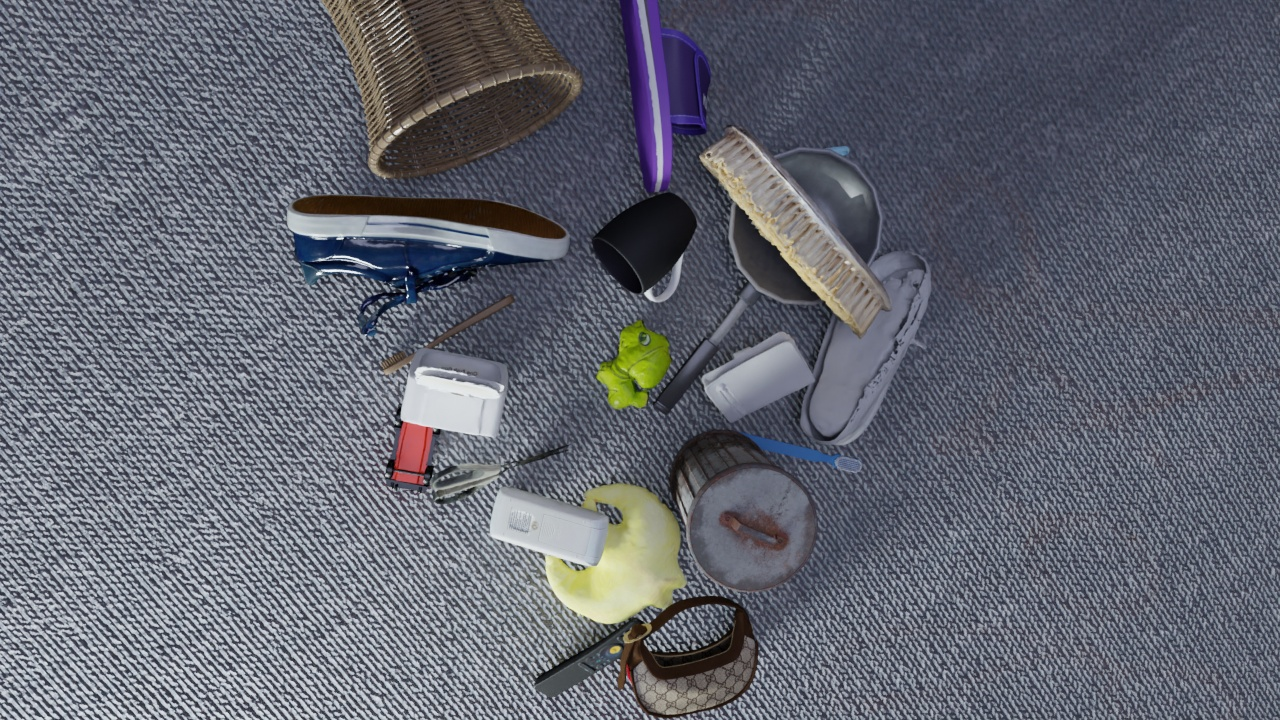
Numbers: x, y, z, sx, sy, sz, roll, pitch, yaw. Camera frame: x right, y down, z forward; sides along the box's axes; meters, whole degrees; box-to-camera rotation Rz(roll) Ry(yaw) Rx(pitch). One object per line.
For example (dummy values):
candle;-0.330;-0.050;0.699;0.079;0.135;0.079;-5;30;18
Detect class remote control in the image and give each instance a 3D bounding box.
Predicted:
remote control;-0.104;0.187;1.035;0.138;0.025;0.060;13;93;16
remote control;-0.056;0.344;1.063;0.152;0.020;0.041;-34;130;11

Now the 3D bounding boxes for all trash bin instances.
trash bin;0.103;0.155;0.986;0.131;0.211;0.131;-1;97;-5

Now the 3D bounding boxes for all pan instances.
pan;0.131;-0.083;1.060;0.178;0.041;0.357;37;95;-10

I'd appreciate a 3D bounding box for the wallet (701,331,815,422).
wallet;0.133;0.019;1.053;0.116;0.032;0.086;-27;129;9

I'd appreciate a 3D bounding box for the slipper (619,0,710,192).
slipper;0.035;-0.322;0.995;0.084;0.107;0.266;-8;92;-7

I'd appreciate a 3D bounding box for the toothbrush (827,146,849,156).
toothbrush;0.168;-0.229;1.062;0.155;0.016;0.022;-12;129;-6

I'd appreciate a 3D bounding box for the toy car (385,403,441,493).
toy car;-0.251;0.096;1.019;0.051;0.049;0.100;11;93;-8

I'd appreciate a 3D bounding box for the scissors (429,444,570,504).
scissors;-0.158;0.119;1.026;0.170;0.131;0.012;-29;63;9

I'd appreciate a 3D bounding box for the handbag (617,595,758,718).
handbag;0.053;0.336;1.060;0.166;0.063;0.138;-6;108;-16

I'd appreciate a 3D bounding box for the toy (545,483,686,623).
toy;-0.022;0.229;1.055;0.155;0.064;0.170;32;95;-1

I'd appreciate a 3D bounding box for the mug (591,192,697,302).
mug;0.017;-0.124;1.027;0.100;0.085;0.119;-43;129;-14

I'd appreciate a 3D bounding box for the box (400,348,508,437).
box;-0.192;0.037;0.953;0.110;0.190;0.083;10;93;-12

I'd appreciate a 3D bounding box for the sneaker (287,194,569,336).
sneaker;-0.224;-0.104;0.989;0.294;0.120;0.127;1;117;-5

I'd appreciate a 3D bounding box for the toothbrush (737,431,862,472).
toothbrush;0.187;0.109;1.097;0.166;0.014;0.016;14;93;-8

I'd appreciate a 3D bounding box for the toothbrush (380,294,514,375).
toothbrush;-0.216;-0.031;1.029;0.167;0.016;0.016;-30;99;-4

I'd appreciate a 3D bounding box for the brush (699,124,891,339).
brush;0.170;-0.139;0.989;0.056;0.083;0.271;-43;102;2

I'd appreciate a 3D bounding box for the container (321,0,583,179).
container;-0.199;-0.319;0.907;0.227;0.227;0.196;-24;91;-5

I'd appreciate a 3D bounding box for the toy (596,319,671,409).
toy;-0.006;0.006;1.050;0.093;0.036;0.094;-23;87;6

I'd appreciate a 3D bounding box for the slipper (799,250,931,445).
slipper;0.268;-0.012;1.068;0.112;0.074;0.247;25;90;22
